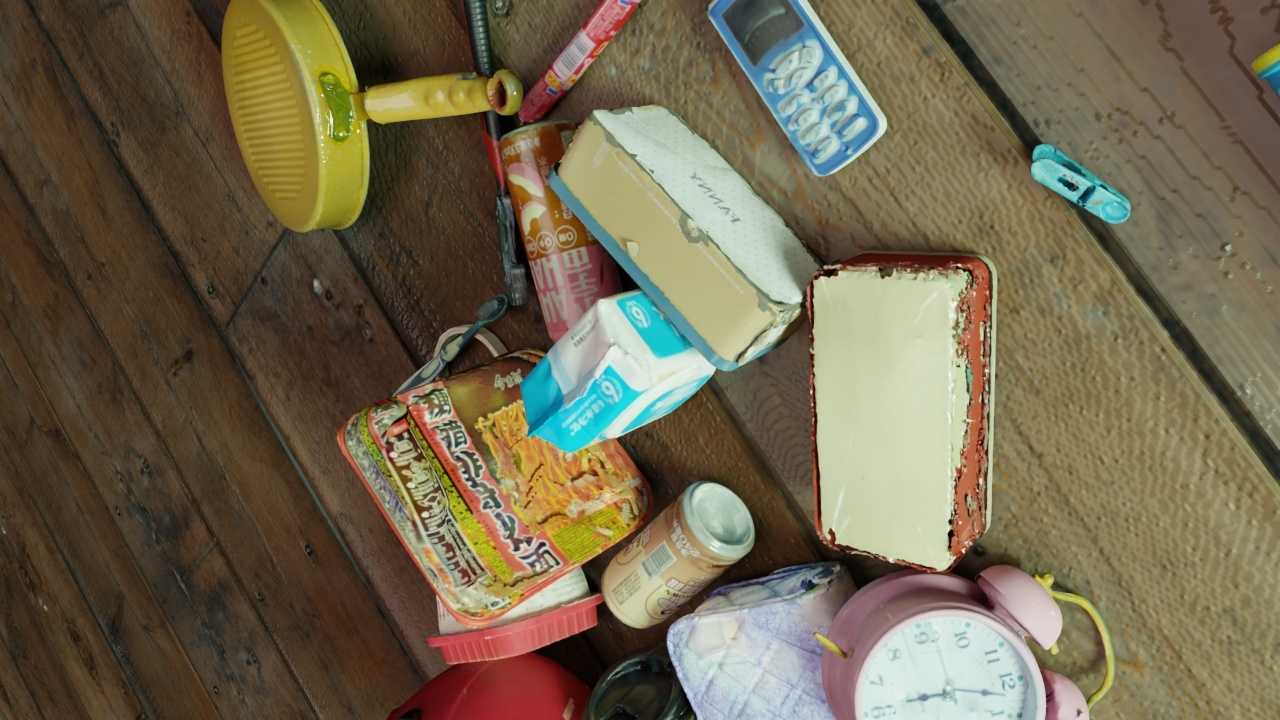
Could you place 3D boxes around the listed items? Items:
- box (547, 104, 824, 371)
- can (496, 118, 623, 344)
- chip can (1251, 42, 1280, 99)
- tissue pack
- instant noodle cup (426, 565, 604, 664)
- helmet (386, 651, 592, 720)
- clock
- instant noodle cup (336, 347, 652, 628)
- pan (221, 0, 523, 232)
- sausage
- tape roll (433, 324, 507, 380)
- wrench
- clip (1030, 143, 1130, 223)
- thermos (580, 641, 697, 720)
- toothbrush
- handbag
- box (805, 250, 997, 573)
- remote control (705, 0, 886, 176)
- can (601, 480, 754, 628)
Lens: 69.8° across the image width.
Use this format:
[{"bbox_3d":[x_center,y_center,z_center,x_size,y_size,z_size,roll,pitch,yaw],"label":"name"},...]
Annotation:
[{"bbox_3d":[0.026,-0.083,0.547,0.184,0.089,0.060,49,129,17],"label":"box"},{"bbox_3d":[-0.051,-0.085,0.624,0.058,0.057,0.147,-9,99,39],"label":"can"},{"bbox_3d":[0.323,-0.047,0.342,0.071,0.071,0.210,-34,84,39],"label":"chip can"},{"bbox_3d":[-0.003,0.003,0.566,0.090,0.139,0.063,-44,76,34],"label":"tissue pack"},{"bbox_3d":[-0.106,0.161,0.721,0.117,0.116,0.124,-20,80,40],"label":"instant noodle cup"},{"bbox_3d":[-0.088,0.312,0.693,0.207,0.240,0.144,44,87,-6],"label":"helmet"},{"bbox_3d":[0.182,0.175,0.509,0.158,0.060,0.117,-15,90,1],"label":"clock"},{"bbox_3d":[-0.100,0.086,0.640,0.164,0.188,0.079,54,137,13],"label":"instant noodle cup"},{"bbox_3d":[-0.218,-0.193,0.699,0.358,0.078,0.198,15,119,48],"label":"pan"},{"bbox_3d":[-0.036,-0.204,0.598,0.156,0.020,0.020,-38,80,39],"label":"sausage"},{"bbox_3d":[-0.135,0.013,0.749,0.086,0.013,0.086,13,112,34],"label":"tape roll"},{"bbox_3d":[-0.107,-0.175,0.652,0.056,0.016,0.273,-156,58,-73],"label":"wrench"},{"bbox_3d":[0.213,-0.085,0.446,0.054,0.033,0.013,36,126,4],"label":"clip"},{"bbox_3d":[0.019,0.285,0.666,0.093,0.092,0.143,-3,121,38],"label":"thermos"},{"bbox_3d":[-0.161,-0.002,0.742,0.192,0.018,0.016,-37,82,39],"label":"toothbrush"},{"bbox_3d":[0.110,0.231,0.596,0.134,0.075,0.194,-22,92,40],"label":"handbag"},{"bbox_3d":[0.142,0.028,0.502,0.091,0.075,0.168,7,109,37],"label":"box"},{"bbox_3d":[0.087,-0.165,0.513,0.049,0.024,0.125,-36,83,39],"label":"remote control"},{"bbox_3d":[0.025,0.137,0.639,0.058,0.058,0.117,50,128,13],"label":"can"}]
